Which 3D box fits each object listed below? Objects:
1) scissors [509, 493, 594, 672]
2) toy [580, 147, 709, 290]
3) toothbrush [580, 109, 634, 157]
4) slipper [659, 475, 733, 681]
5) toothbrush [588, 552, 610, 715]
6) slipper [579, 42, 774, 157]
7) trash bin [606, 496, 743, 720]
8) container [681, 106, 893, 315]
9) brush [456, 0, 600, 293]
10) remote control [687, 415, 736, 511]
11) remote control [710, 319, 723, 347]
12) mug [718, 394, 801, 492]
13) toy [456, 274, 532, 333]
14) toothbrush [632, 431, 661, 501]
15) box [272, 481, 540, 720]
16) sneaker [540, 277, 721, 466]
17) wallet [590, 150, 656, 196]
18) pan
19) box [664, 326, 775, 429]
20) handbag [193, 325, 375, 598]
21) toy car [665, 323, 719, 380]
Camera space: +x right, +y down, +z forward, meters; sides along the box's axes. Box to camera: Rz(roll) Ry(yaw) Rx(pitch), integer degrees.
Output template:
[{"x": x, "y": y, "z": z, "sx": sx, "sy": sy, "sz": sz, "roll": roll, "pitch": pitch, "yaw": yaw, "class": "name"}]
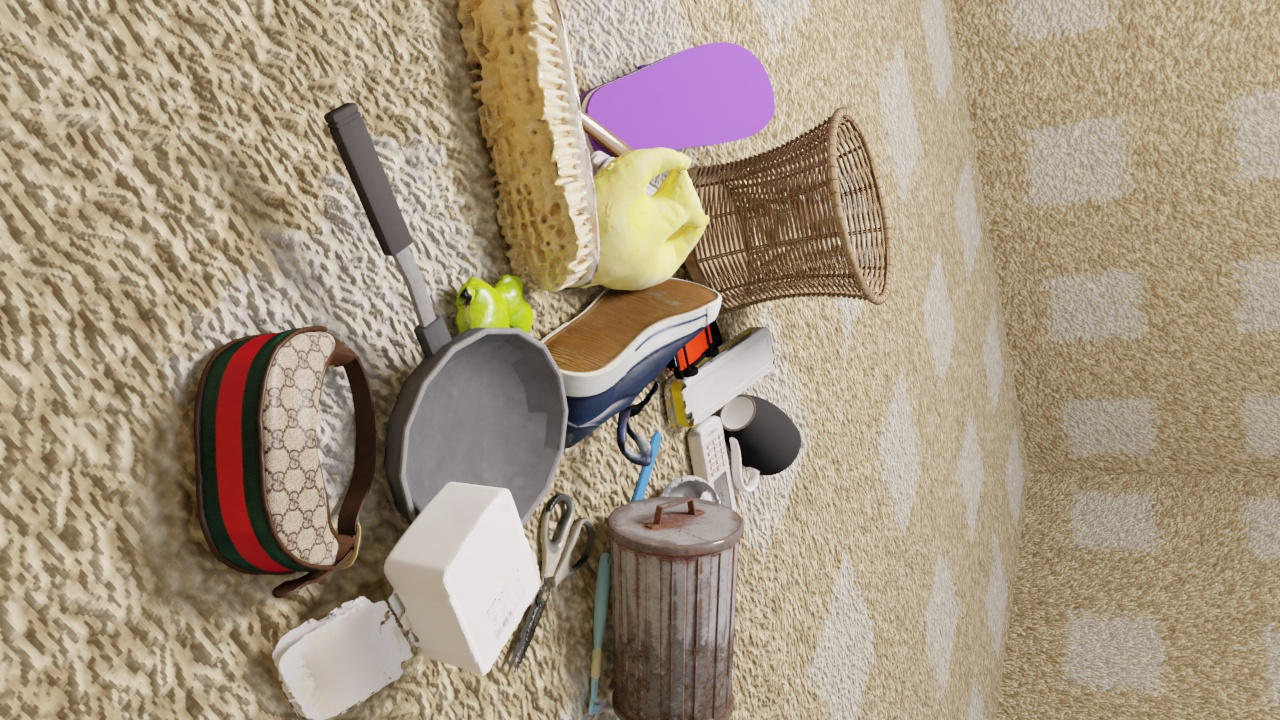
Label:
[{"x": -0.089, "y": 0.193, "z": 0.831, "sx": 0.169, "sy": 0.013, "sz": 0.132, "roll": -33, "pitch": 114, "yaw": -53, "class": "scissors"}, {"x": -0.009, "y": -0.125, "z": 0.873, "sx": 0.064, "sy": 0.155, "sz": 0.170, "roll": 54, "pitch": -5, "yaw": 33, "class": "toy"}, {"x": -0.059, "y": -0.230, "z": 0.869, "sx": 0.166, "sy": 0.016, "sz": 0.016, "roll": 31, "pitch": 76, "yaw": -39, "class": "toothbrush"}, {"x": 0.059, "y": 0.250, "z": 1.015, "sx": 0.112, "sy": 0.075, "sz": 0.246, "roll": -4, "pitch": 90, "yaw": -28, "class": "slipper"}, {"x": -0.039, "y": 0.267, "z": 0.902, "sx": 0.022, "sy": 0.016, "sz": 0.155, "roll": 15, "pitch": 75, "yaw": -50, "class": "toothbrush"}, {"x": 0.023, "y": -0.272, "z": 0.996, "sx": 0.265, "sy": 0.084, "sz": 0.107, "roll": -27, "pitch": 111, "yaw": -34, "class": "slipper"}, {"x": 0.033, "y": 0.237, "z": 0.893, "sx": 0.130, "sy": 0.131, "sz": 0.211, "roll": -19, "pitch": 113, "yaw": -58, "class": "trash bin"}, {"x": 0.174, "y": -0.163, "z": 1.095, "sx": 0.226, "sy": 0.197, "sz": 0.226, "roll": 27, "pitch": 58, "yaw": -56, "class": "container"}, {"x": -0.090, "y": -0.192, "z": 0.786, "sx": 0.056, "sy": 0.083, "sz": 0.271, "roll": -26, "pitch": 111, "yaw": -56, "class": "brush"}, {"x": 0.087, "y": 0.138, "z": 1.114, "sx": 0.060, "sy": 0.025, "sz": 0.138, "roll": -31, "pitch": 114, "yaw": -56, "class": "remote control"}, {"x": 0.088, "y": -0.012, "z": 1.134, "sx": 0.041, "sy": 0.020, "sz": 0.152, "roll": -56, "pitch": 135, "yaw": -45, "class": "remote control"}, {"x": 0.139, "y": 0.103, "z": 1.153, "sx": 0.100, "sy": 0.085, "sz": 0.118, "roll": 42, "pitch": 62, "yaw": -44, "class": "mug"}, {"x": -0.122, "y": -0.037, "z": 0.770, "sx": 0.093, "sy": 0.036, "sz": 0.094, "roll": -66, "pitch": 147, "yaw": -44, "class": "toy"}, {"x": 0.001, "y": 0.147, "z": 0.981, "sx": 0.016, "sy": 0.014, "sz": 0.166, "roll": 55, "pitch": 43, "yaw": -42, "class": "toothbrush"}, {"x": -0.147, "y": 0.173, "z": 0.628, "sx": 0.189, "sy": 0.083, "sz": 0.111, "roll": -39, "pitch": 130, "yaw": -36, "class": "box"}, {"x": -0.005, "y": 0.005, "z": 0.918, "sx": 0.293, "sy": 0.121, "sz": 0.127, "roll": -39, "pitch": 143, "yaw": -51, "class": "sneaker"}, {"x": -0.026, "y": -0.152, "z": 0.913, "sx": 0.116, "sy": 0.032, "sz": 0.086, "roll": 11, "pitch": 112, "yaw": -59, "class": "wallet"}, {"x": -0.150, "y": -0.013, "z": 0.668, "sx": 0.178, "sy": 0.041, "sz": 0.358, "roll": -46, "pitch": 134, "yaw": -38, "class": "pan"}, {"x": 0.101, "y": 0.018, "z": 1.109, "sx": 0.208, "sy": 0.033, "sz": 0.064, "roll": -31, "pitch": 119, "yaw": -47, "class": "box"}, {"x": -0.214, "y": 0.063, "z": 0.590, "sx": 0.138, "sy": 0.063, "sz": 0.166, "roll": 7, "pitch": 78, "yaw": -69, "class": "handbag"}, {"x": 0.053, "y": -0.018, "z": 1.046, "sx": 0.100, "sy": 0.049, "sz": 0.051, "roll": -39, "pitch": 121, "yaw": -53, "class": "toy car"}]
